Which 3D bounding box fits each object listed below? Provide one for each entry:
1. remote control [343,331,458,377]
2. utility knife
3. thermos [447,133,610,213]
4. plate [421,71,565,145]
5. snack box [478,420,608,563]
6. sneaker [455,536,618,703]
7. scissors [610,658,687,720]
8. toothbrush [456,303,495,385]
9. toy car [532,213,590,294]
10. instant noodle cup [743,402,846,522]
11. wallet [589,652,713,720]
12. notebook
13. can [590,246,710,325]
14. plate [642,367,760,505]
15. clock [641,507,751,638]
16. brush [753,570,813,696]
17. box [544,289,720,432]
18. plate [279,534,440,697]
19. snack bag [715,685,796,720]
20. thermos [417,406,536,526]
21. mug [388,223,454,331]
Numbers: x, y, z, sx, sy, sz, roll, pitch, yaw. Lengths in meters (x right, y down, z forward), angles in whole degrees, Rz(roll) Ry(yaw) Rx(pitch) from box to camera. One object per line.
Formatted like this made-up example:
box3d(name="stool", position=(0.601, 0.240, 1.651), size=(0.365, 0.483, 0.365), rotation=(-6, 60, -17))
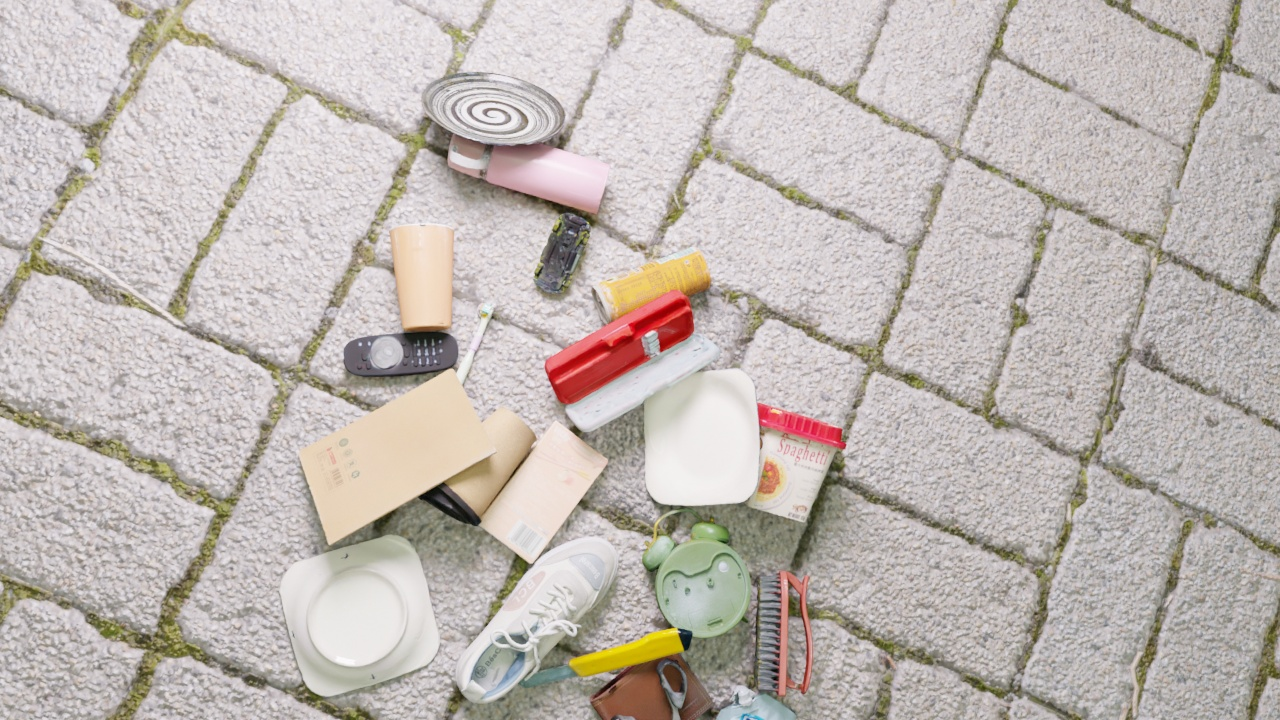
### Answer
box3d(name="remote control", position=(-0.291, -0.007, 1.120), size=(0.136, 0.024, 0.053), rotation=(-4, 84, -9))
box3d(name="utility knife", position=(-0.044, 0.353, 1.087), size=(0.223, 0.015, 0.033), rotation=(-16, 104, 5))
box3d(name="thermos", position=(-0.141, -0.240, 1.150), size=(0.198, 0.087, 0.067), rotation=(16, 116, -8))
box3d(name="plate", position=(-0.183, -0.309, 1.144), size=(0.179, 0.024, 0.179), rotation=(9, 43, -8))
box3d(name="snack box", position=(-0.119, 0.160, 1.122), size=(0.084, 0.026, 0.157), rotation=(38, 77, -2))
box3d(name="sneaker", position=(-0.120, 0.299, 1.069), size=(0.089, 0.091, 0.242), rotation=(46, 77, -1))
box3d(name="scissors", position=(0.044, 0.434, 1.090), size=(0.181, 0.014, 0.159), rotation=(9, 93, -22))
box3d(name="toothbrush", position=(-0.223, 0.017, 1.131), size=(0.020, 0.029, 0.189), rotation=(31, 76, -45))
box3d(name="toy car", position=(-0.100, -0.135, 1.168), size=(0.048, 0.032, 0.105), rotation=(23, 90, -6))
box3d(name="instant noodle cup", position=(0.179, 0.126, 1.139), size=(0.116, 0.116, 0.124), rotation=(16, 91, -7))
box3d(name="wallet", position=(0.015, 0.412, 1.105), size=(0.124, 0.032, 0.101), rotation=(-36, 91, -12))
box3d(name="notebook", position=(-0.285, 0.107, 1.062), size=(0.207, 0.008, 0.147), rotation=(-29, 51, -8))
box3d(name="can", position=(0.014, -0.094, 1.166), size=(0.146, 0.058, 0.058), rotation=(-22, 86, -12))
box3d(name="plate", position=(0.078, 0.096, 1.126), size=(0.165, 0.034, 0.163), rotation=(-6, 80, 34))
box3d(name="clock", position=(0.066, 0.260, 1.123), size=(0.116, 0.056, 0.161), rotation=(-17, 85, -12))
box3d(name="brush", position=(0.176, 0.333, 1.127), size=(0.069, 0.063, 0.145), rotation=(3, 79, 3))
box3d(name="box", position=(-0.005, 0.009, 1.124), size=(0.201, 0.095, 0.100), rotation=(-30, 51, -11))
box3d(name="plate", position=(-0.326, 0.296, 1.064), size=(0.164, 0.034, 0.163), rotation=(-16, 84, -12))
box3d(name="snack bag", position=(0.108, 0.486, 1.097), size=(0.110, 0.039, 0.190), rotation=(38, 79, -16))
box3d(name="thermos", position=(-0.193, 0.126, 1.087), size=(0.093, 0.093, 0.143), rotation=(41, 70, -1))
box3d(name="mug", position=(-0.263, -0.099, 1.116), size=(0.078, 0.078, 0.122), rotation=(-3, 88, -10))
